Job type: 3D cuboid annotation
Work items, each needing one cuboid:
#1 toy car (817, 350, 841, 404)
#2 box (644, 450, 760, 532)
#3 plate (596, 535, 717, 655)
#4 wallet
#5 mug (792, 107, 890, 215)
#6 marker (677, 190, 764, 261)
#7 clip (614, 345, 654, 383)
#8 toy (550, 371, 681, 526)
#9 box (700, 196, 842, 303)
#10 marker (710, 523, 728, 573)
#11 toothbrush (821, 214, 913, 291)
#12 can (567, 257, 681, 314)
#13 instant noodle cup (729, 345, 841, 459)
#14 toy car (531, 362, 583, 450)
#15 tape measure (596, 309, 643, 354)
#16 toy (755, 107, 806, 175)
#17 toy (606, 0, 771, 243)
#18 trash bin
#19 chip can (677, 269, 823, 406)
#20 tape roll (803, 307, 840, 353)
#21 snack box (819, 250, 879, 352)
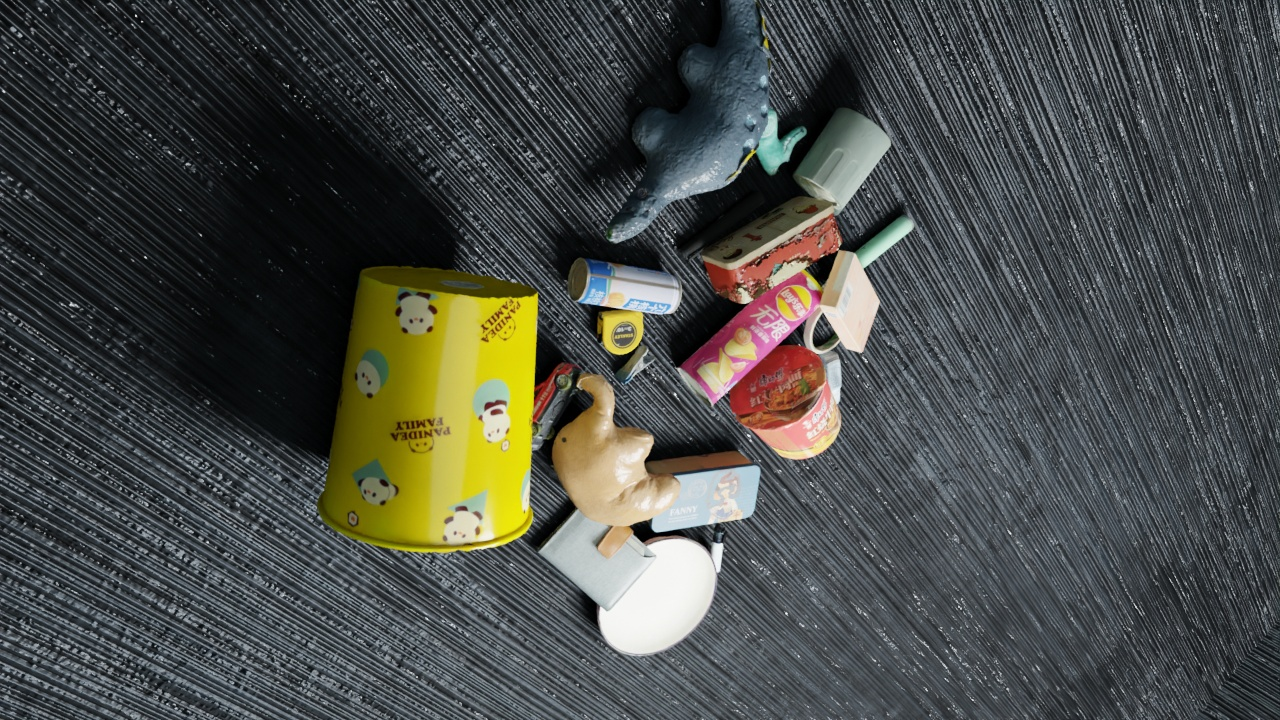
[{"bbox_3d":[0.274,0.030,1.340,0.042,0.034,0.091,-20,119,-24],"label":"toy car"},{"bbox_3d":[0.075,0.181,1.278,0.184,0.059,0.090,-7,112,-28],"label":"box"},{"bbox_3d":[0.019,0.332,1.320,0.192,0.039,0.193,-10,114,-25],"label":"plate"},{"bbox_3d":[-0.055,0.258,1.227,0.129,0.037,0.106,44,87,-10],"label":"wallet"},{"bbox_3d":[0.267,-0.253,1.200,0.103,0.084,0.124,-54,149,2],"label":"mug"},{"bbox_3d":[0.104,-0.172,1.172,0.132,0.022,0.020,-38,159,-10],"label":"marker"},{"bbox_3d":[-0.008,0.006,1.183,0.057,0.024,0.029,-42,127,-13],"label":"clip"},{"bbox_3d":[-0.046,0.120,1.148,0.143,0.082,0.226,-22,122,11],"label":"toy"},{"bbox_3d":[0.172,-0.137,1.181,0.168,0.091,0.077,-31,118,-14],"label":"box"},{"bbox_3d":[0.112,0.276,1.328,0.018,0.022,0.131,-39,150,-27],"label":"marker"},{"bbox_3d":[0.296,-0.132,1.289,0.224,0.027,0.026,-38,127,-10],"label":"toothbrush"},{"bbox_3d":[-0.018,-0.089,1.120,0.134,0.053,0.053,7,106,-30],"label":"can"},{"bbox_3d":[0.206,0.063,1.264,0.138,0.138,0.108,-46,133,-5],"label":"instant noodle cup"},{"bbox_3d":[-0.115,0.054,1.126,0.120,0.045,0.053,-55,162,2],"label":"toy car"},{"bbox_3d":[-0.027,-0.038,1.151,0.060,0.029,0.057,-8,112,-26],"label":"tape measure"},{"bbox_3d":[0.164,-0.279,1.156,0.096,0.030,0.092,-38,127,-6],"label":"toy"},{"bbox_3d":[0.076,-0.281,1.073,0.138,0.091,0.356,27,94,-21],"label":"toy"},{"bbox_3d":[-0.215,0.040,0.976,0.229,0.230,0.255,2,103,-29],"label":"trash bin"},{"bbox_3d":[0.148,-0.033,1.222,0.210,0.071,0.071,-42,123,-7],"label":"chip can"},{"bbox_3d":[0.266,-0.051,1.301,0.085,0.014,0.086,-23,129,-31],"label":"tape roll"},{"bbox_3d":[0.289,-0.078,1.259,0.157,0.026,0.084,41,68,-57],"label":"snack box"}]
